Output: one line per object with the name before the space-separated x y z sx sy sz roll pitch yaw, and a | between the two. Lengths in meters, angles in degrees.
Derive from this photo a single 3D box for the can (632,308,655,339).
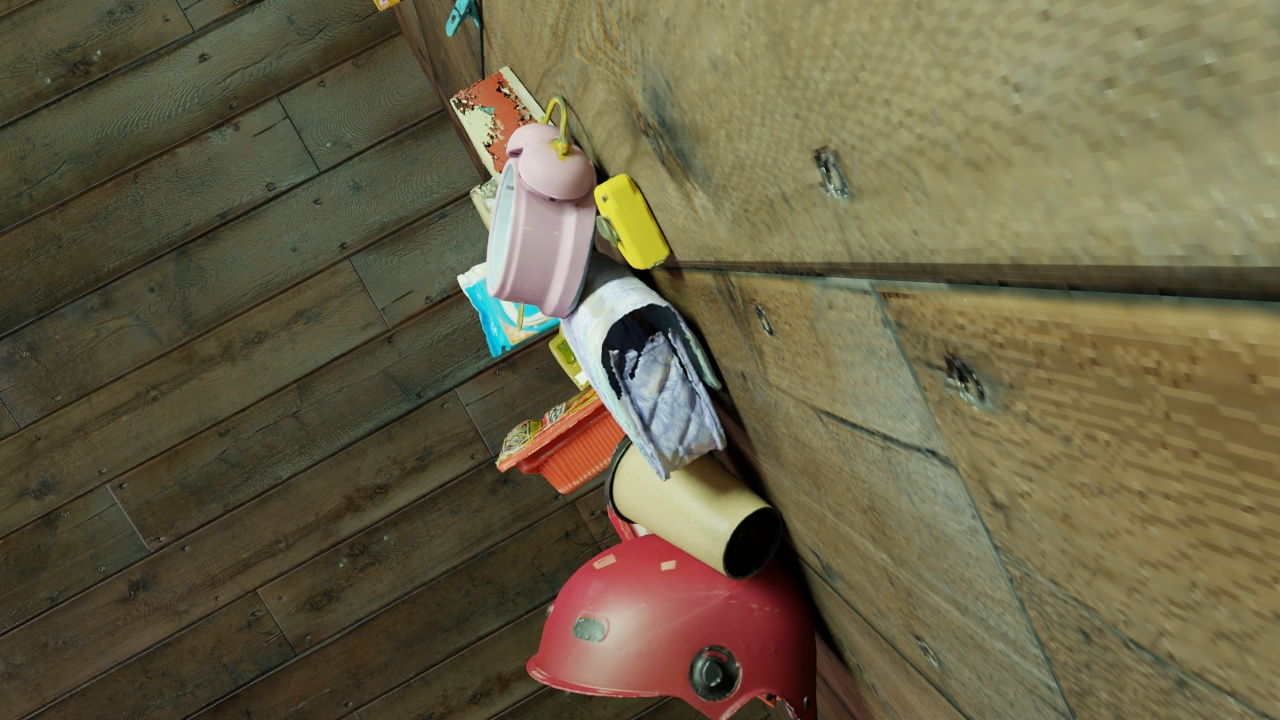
can | -0.005 0.005 0.818 0.116 0.058 0.058 61 175 -2

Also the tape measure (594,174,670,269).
tape measure | -0.009 -0.084 0.564 0.060 0.029 0.057 63 175 -11

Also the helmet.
helmet | 0.033 0.210 0.770 0.207 0.239 0.143 -9 68 64

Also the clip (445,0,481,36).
clip | -0.155 -0.310 0.814 0.013 0.033 0.054 60 159 4

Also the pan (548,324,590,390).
pan | -0.075 -0.017 1.226 0.197 0.078 0.357 50 -178 42

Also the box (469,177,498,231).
box | -0.121 -0.152 0.953 0.060 0.090 0.184 60 177 2

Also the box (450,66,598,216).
box | -0.110 -0.174 0.789 0.168 0.076 0.091 56 173 43

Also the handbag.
handbag | -0.004 -0.005 0.684 0.134 0.075 0.194 63 173 -24

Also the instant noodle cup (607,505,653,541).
instant noodle cup | 0.033 0.131 0.902 0.124 0.117 0.116 -101 -14 -64

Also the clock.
clock | -0.070 -0.109 0.657 0.117 0.059 0.159 -117 40 -61

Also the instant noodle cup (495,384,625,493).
instant noodle cup | -0.052 0.065 0.929 0.079 0.189 0.164 54 178 -5

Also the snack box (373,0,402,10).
snack box | -0.243 -0.406 0.849 0.026 0.075 0.154 59 175 30

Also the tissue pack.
tissue pack | -0.101 -0.072 0.912 0.063 0.140 0.090 -153 38 -83

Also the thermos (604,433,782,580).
thermos | 0.039 0.108 0.719 0.143 0.093 0.093 29 152 46
